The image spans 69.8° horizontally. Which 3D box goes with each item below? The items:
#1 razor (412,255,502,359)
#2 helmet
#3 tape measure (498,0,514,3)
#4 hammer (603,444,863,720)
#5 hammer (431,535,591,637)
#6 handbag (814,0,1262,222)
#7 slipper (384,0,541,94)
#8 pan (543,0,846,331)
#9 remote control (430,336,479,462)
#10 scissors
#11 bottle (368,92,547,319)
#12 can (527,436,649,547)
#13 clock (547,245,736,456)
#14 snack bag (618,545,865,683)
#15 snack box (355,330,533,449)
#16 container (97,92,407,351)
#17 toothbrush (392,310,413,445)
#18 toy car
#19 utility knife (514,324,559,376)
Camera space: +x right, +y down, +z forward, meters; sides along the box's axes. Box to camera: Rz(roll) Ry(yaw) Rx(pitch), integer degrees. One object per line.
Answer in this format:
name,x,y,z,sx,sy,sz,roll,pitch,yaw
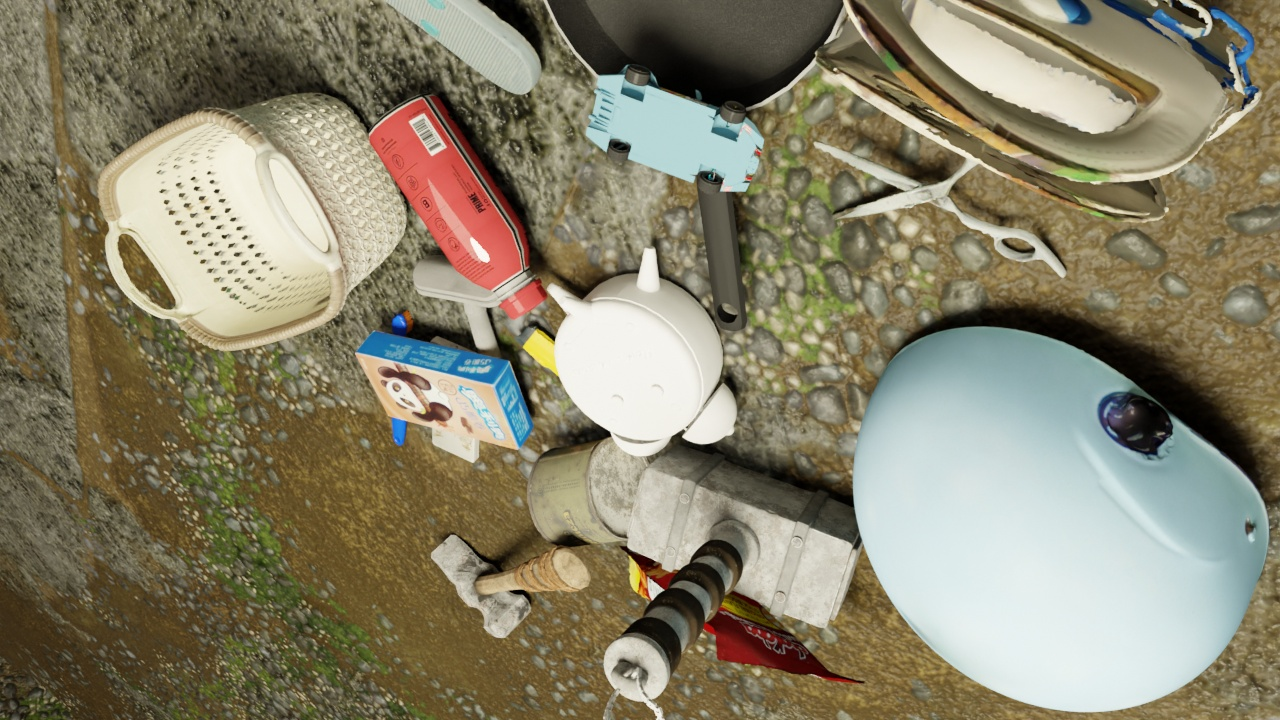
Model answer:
razor,-0.139,-0.032,0.793,0.088,0.047,0.116,12,135,24
helmet,0.243,0.108,0.583,0.265,0.166,0.226,46,143,7
tape measure,-0.086,-0.271,0.590,0.062,0.034,0.062,-26,107,38
hammer,0.040,0.155,0.630,0.177,0.325,0.079,19,107,18
hammer,-0.121,0.211,0.890,0.121,0.048,0.320,50,151,-4
handbag,0.173,-0.143,0.419,0.201,0.199,0.093,27,128,8
slipper,-0.170,-0.284,0.614,0.268,0.054,0.098,39,164,-17
pan,0.043,-0.181,0.571,0.204,0.043,0.356,7,125,27
remote control,-0.179,0.040,0.884,0.050,0.011,0.136,22,131,16
scissors,0.185,-0.094,0.551,0.175,0.014,0.142,30,157,-7
bottle,-0.133,-0.112,0.701,0.062,0.062,0.176,-27,100,41
can,-0.043,0.116,0.804,0.075,0.089,0.090,-15,113,37
clock,-0.004,0.004,0.712,0.126,0.072,0.161,-16,112,37
snack bag,0.068,0.212,0.756,0.139,0.066,0.208,29,178,-27
snack box,-0.177,0.026,0.830,0.151,0.034,0.087,11,140,23
container,-0.319,-0.119,0.765,0.247,0.142,0.185,-10,117,36
toothbrush,-0.236,0.022,0.906,0.016,0.018,0.183,26,134,12
toy car,0.023,-0.142,0.562,0.108,0.027,0.060,21,130,5
utility knife,-0.045,0.023,0.790,0.151,0.017,0.031,42,138,-1
